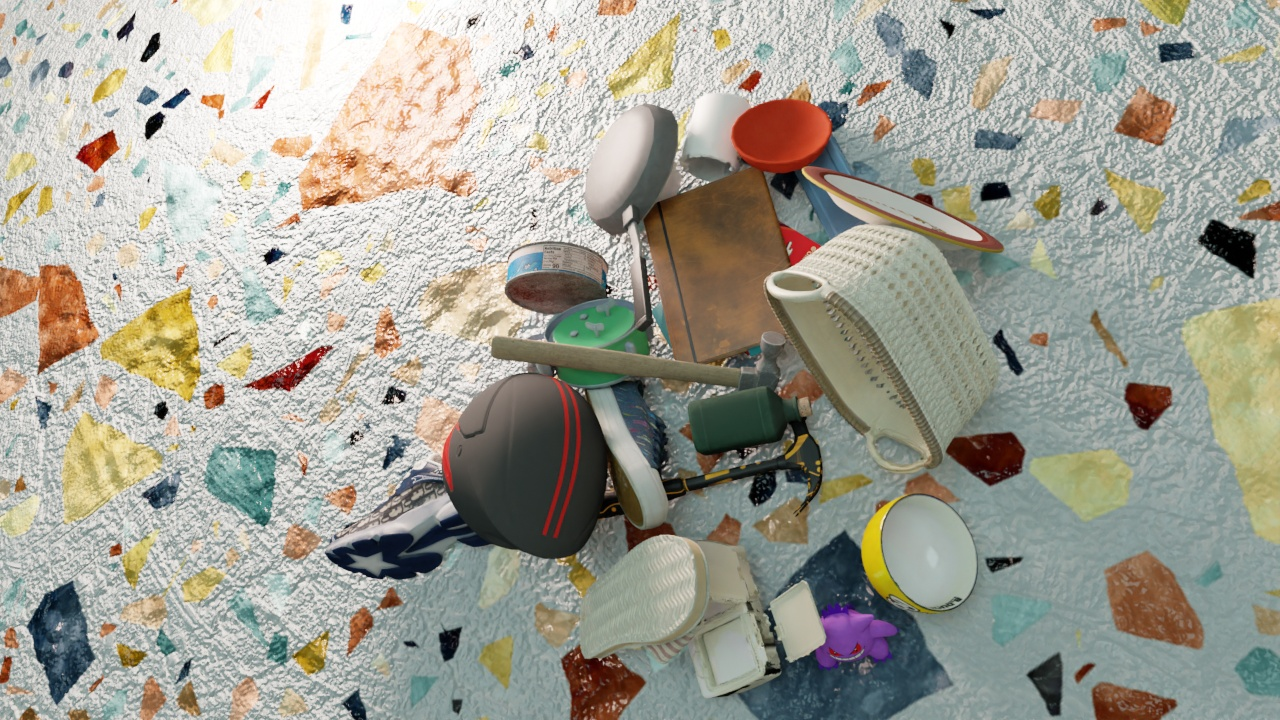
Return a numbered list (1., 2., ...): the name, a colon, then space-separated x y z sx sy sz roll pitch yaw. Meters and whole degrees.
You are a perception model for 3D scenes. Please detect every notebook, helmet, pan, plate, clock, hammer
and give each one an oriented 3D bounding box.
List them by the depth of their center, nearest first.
1. plate: 0.281 -0.159 0.999 0.230 0.229 0.021 33 115 29
2. helmet: -0.121 0.107 1.018 0.170 0.164 0.264 -50 34 31
3. hammer: -0.006 0.006 1.049 0.331 0.120 0.030 6 35 -2
4. hammer: 0.052 0.148 1.062 0.321 0.036 0.123 -16 59 15
5. notebook: 0.092 -0.105 1.113 0.179 0.014 0.249 -18 64 14
6. clock: -0.072 -0.024 1.128 0.162 0.075 0.121 -3 32 19
7. pan: -0.013 -0.182 1.138 0.179 0.041 0.356 -42 40 39

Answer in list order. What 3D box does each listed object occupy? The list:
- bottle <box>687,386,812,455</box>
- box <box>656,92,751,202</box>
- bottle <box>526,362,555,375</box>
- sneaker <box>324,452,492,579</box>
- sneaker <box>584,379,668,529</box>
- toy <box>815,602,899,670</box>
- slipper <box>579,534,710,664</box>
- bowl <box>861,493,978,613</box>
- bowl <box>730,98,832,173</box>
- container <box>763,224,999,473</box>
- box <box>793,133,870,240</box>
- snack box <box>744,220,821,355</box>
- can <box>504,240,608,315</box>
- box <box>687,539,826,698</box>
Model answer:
1. bottle: 0.124 0.064 1.019 0.131 0.061 0.061 -13 76 14
2. box: 0.078 -0.265 1.192 0.112 0.084 0.162 10 75 16
3. bottle: -0.128 0.051 1.171 0.036 0.036 0.109 -9 67 19
4. sneaker: -0.273 0.181 1.159 0.270 0.103 0.132 -21 49 13
5. sneaker: -0.001 0.101 1.056 0.079 0.087 0.235 -14 37 -10
6. toy: 0.204 0.272 0.921 0.106 0.088 0.055 -15 58 16
7. slipper: 0.006 0.258 0.958 0.264 0.052 0.115 -42 44 52
8. bowl: 0.271 0.197 0.923 0.117 0.068 0.117 9 66 -21
9. bowl: 0.173 -0.270 1.128 0.122 0.035 0.121 -6 52 7
10. container: 0.247 -0.018 0.934 0.142 0.246 0.185 -41 26 -9
11. box: 0.233 -0.228 1.147 0.066 0.049 0.209 -35 57 27
12. snack box: 0.127 -0.106 1.130 0.133 0.036 0.152 38 87 29
13. can: -0.106 -0.103 1.169 0.130 0.130 0.044 -5 68 20
14. box: 0.089 0.256 0.939 0.095 0.186 0.145 -2 58 -26
